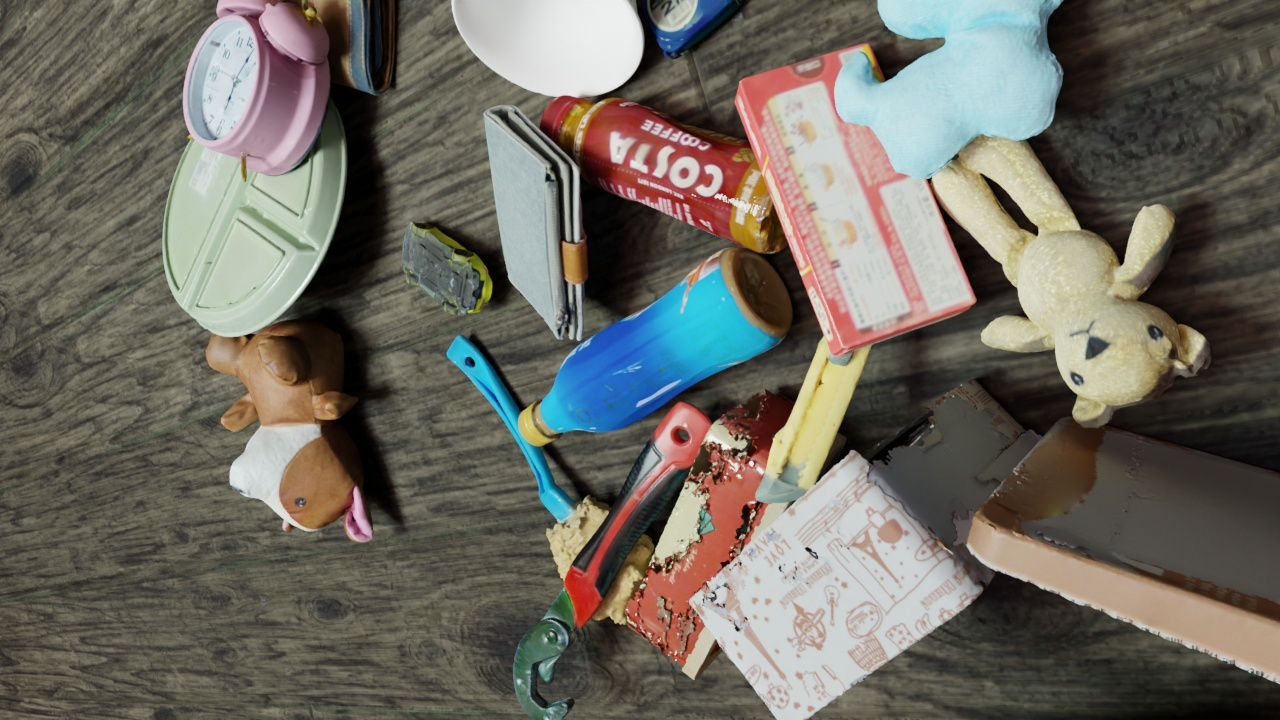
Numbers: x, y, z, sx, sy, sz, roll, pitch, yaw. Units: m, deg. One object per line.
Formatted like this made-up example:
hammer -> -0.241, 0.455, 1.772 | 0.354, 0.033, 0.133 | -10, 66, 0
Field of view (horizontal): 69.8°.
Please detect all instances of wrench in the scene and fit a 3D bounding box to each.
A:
wrench -> -0.025, 0.143, 0.630 | 0.056, 0.016, 0.274 | 34, 111, 18

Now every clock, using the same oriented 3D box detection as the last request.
clock -> -0.290, -0.223, 0.702 | 0.117, 0.059, 0.159 | 34, 103, 33

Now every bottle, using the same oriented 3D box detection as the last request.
bottle -> -0.004, 0.003, 0.598 | 0.219, 0.065, 0.065 | -31, 83, 36
bottle -> 0.015, -0.119, 0.557 | 0.175, 0.057, 0.057 | 26, 116, 28

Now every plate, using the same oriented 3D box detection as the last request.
plate -> -0.332, -0.134, 0.771 | 0.231, 0.027, 0.230 | -8, 75, 31

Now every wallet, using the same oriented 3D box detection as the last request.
wallet -> -0.240, -0.263, 0.722 | 0.115, 0.033, 0.090 | 21, 115, 34
wallet -> -0.063, -0.088, 0.600 | 0.106, 0.037, 0.130 | 47, 149, 41

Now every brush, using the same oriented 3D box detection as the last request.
brush -> -0.072, 0.083, 0.691 | 0.254, 0.045, 0.083 | 54, 129, 17

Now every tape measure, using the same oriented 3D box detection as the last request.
tape measure -> 0.028, -0.215, 0.544 | 0.058, 0.025, 0.054 | -31, 81, 33

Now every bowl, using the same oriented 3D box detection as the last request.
bowl -> -0.049, -0.226, 0.564 | 0.118, 0.118, 0.064 | -6, 59, 37

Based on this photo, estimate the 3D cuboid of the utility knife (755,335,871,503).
utility knife -> 0.111, -0.016, 0.495 | 0.031, 0.021, 0.204 | 22, 81, 5

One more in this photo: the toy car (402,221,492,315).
toy car -> -0.149, -0.072, 0.705 | 0.105, 0.032, 0.048 | 33, 120, 38

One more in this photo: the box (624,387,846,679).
box -> 0.050, 0.103, 0.570 | 0.076, 0.091, 0.169 | 33, 119, 21

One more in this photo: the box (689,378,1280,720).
box -> 0.170, 0.079, 0.424 | 0.271, 0.179, 0.134 | -16, 91, 38

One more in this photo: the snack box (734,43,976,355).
snack box -> 0.110, -0.085, 0.480 | 0.075, 0.025, 0.153 | -19, 82, -5

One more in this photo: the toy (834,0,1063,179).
toy -> 0.161, -0.178, 0.436 | 0.162, 0.049, 0.156 | -20, 84, 28

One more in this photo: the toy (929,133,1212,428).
toy -> 0.198, -0.047, 0.441 | 0.105, 0.066, 0.157 | -43, 62, 32

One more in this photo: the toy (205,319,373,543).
toy -> -0.303, 0.066, 0.803 | 0.140, 0.130, 0.200 | 7, 116, 39
